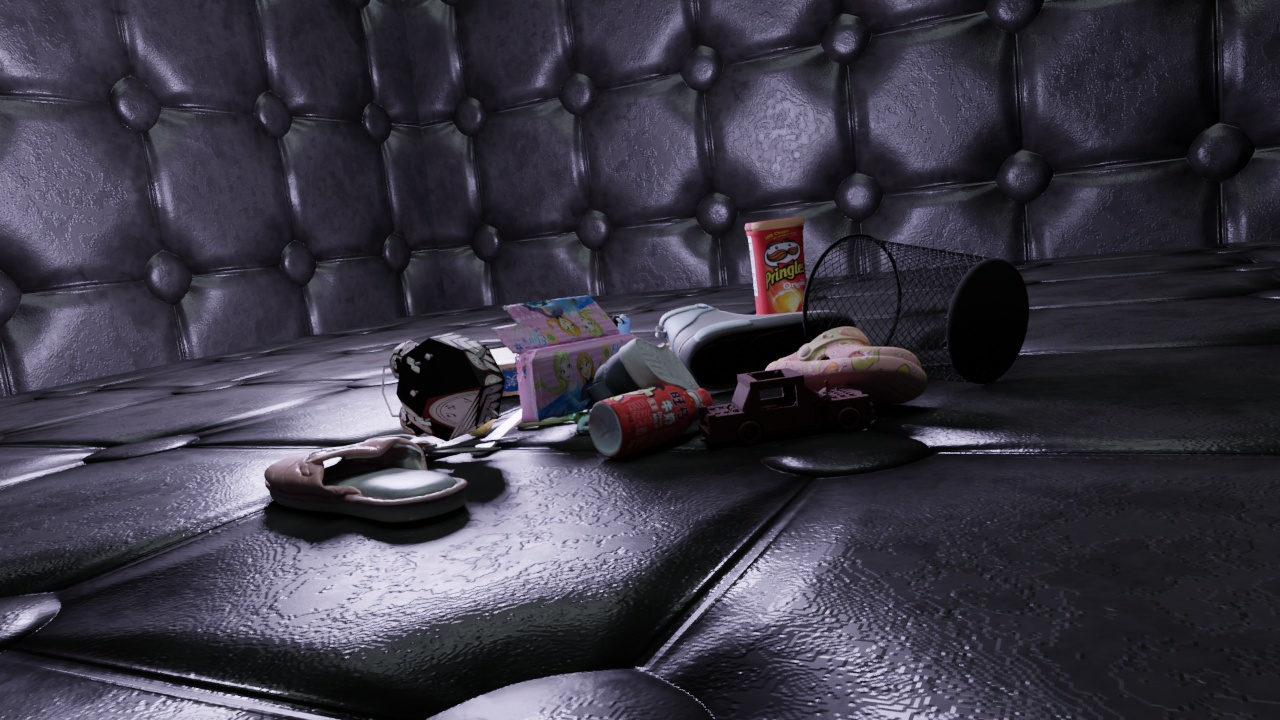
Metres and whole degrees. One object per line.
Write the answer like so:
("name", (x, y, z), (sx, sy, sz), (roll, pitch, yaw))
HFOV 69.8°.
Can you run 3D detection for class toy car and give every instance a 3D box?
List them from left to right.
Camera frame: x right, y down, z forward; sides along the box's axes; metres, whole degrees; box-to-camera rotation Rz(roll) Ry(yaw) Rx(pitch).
("toy car", (-0.037, -0.019, 1.430), (0.055, 0.056, 0.153), (33, 23, -13))
("toy car", (0.145, 0.043, 0.928), (0.169, 0.062, 0.070), (-7, 8, -5))

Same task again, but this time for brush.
("brush", (-0.149, 0.071, 1.094), (0.033, 0.012, 0.217), (-7, 14, 18))

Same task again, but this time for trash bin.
("trash bin", (0.340, -0.059, 1.126), (0.183, 0.184, 0.210), (-12, 15, -33))

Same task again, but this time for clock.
("clock", (-0.231, 0.031, 1.011), (0.155, 0.114, 0.065), (-5, 7, 25))

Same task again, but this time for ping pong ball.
("ping pong ball", (-0.196, 0.071, 1.096), (0.040, 0.040, 0.040), (-7, 8, 1))

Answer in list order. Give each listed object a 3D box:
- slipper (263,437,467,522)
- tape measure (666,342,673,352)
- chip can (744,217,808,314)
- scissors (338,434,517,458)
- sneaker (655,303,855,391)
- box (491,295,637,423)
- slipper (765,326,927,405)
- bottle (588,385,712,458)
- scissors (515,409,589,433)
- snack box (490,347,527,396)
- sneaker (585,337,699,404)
("slipper", (-0.262, 0.105, 0.856), (0.275, 0.054, 0.114), (1, 11, 41))
("tape measure", (0.056, 0.001, 1.327), (0.064, 0.037, 0.066), (-48, 39, -13))
("chip can", (0.208, -0.101, 1.360), (0.087, 0.213, 0.087), (-7, 8, 1))
("scissors", (-0.245, 0.097, 1.024), (0.225, 0.016, 0.175), (-8, 7, 2))
("sneaker", (0.156, -0.041, 1.266), (0.256, 0.093, 0.160), (-10, 29, -20))
("box", (-0.082, -0.014, 1.132), (0.062, 0.160, 0.229), (-28, -8, 32))
("slipper", (0.224, 0.000, 1.021), (0.093, 0.081, 0.198), (27, -20, -38))
("bottle", (0.017, 0.056, 0.944), (0.137, 0.062, 0.062), (-14, 11, -40))
("scissors", (-0.071, 0.069, 1.118), (0.171, 0.021, 0.173), (-10, 3, 0))
("snack box", (-0.185, 0.013, 1.450), (0.153, 0.055, 0.207), (-7, 8, 0))
("sneaker", (0.007, 0.032, 1.066), (0.087, 0.089, 0.235), (-38, -16, 11))
